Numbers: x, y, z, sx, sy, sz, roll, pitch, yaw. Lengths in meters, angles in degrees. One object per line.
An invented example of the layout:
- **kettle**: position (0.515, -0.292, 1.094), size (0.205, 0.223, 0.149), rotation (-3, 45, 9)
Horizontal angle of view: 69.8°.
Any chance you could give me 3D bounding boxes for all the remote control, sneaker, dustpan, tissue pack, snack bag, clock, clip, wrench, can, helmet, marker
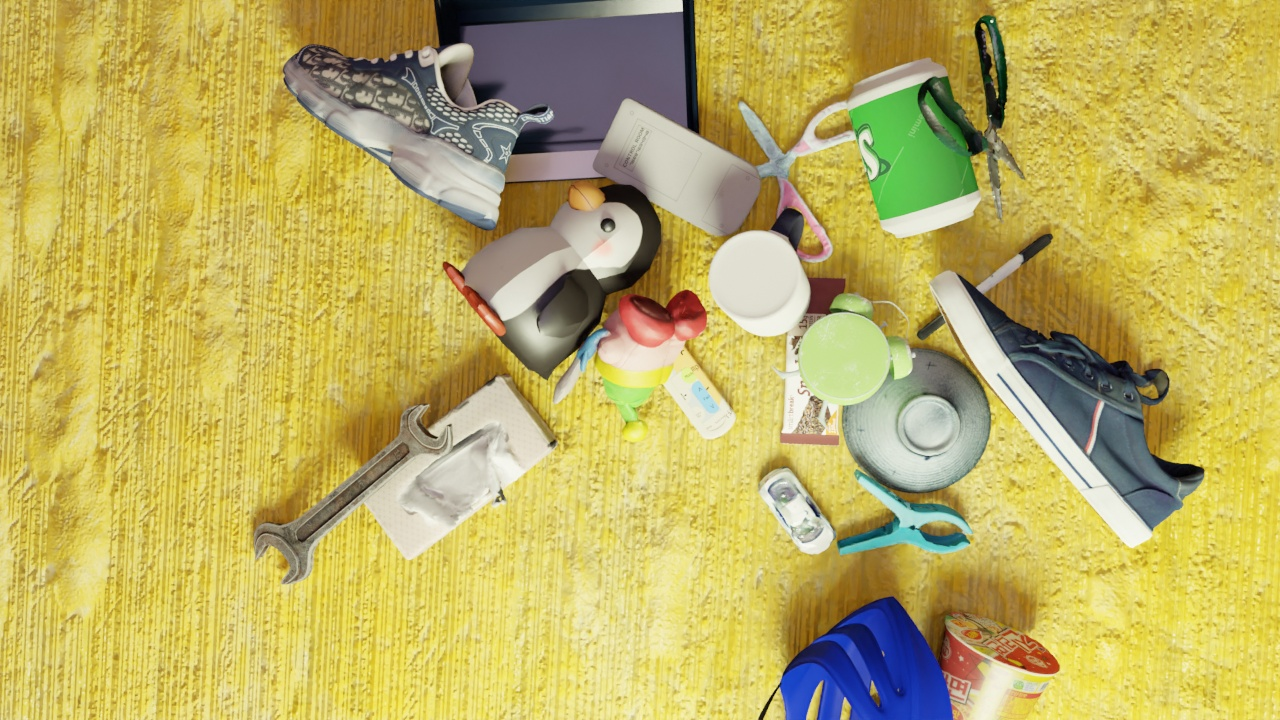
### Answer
- **remote control**: position (0.036, -0.177, 0.855), size (0.151, 0.019, 0.074), rotation (28, 111, -1)
- **sneaker**: position (-0.203, -0.235, 0.826), size (0.269, 0.103, 0.132), rotation (36, 95, 21)
- **sneaker**: position (0.379, 0.016, 0.800), size (0.127, 0.120, 0.294), rotation (-43, 91, 16)
- **dustpan**: position (-0.068, -0.310, 0.845), size (0.236, 0.080, 0.273), rotation (-2, 90, 5)
- **tissue pack**: position (-0.172, 0.104, 0.868), size (0.181, 0.071, 0.104), rotation (-36, 86, 1)
- **snack bag**: position (0.162, 0.001, 0.863), size (0.057, 0.013, 0.158), rotation (3, 91, 6)
- **clock**: position (0.189, -0.005, 0.825), size (0.119, 0.042, 0.094), rotation (-42, 77, 1)
- **clip**: position (0.248, 0.143, 0.846), size (0.116, 0.026, 0.097), rotation (10, 108, 1)
- **wrench**: position (-0.273, 0.127, 0.859), size (0.274, 0.010, 0.070), rotation (-38, 84, 22)
- **remote control**: position (0.042, 0.018, 0.871), size (0.038, 0.018, 0.125), rotation (-37, 86, 4)
- **can**: position (0.240, -0.186, 0.809), size (0.088, 0.087, 0.140), rotation (-18, 97, 5)
- **helmet**: position (0.153, 0.326, 0.773), size (0.227, 0.148, 0.241), rotation (0, 96, -31)
- **marker**: position (0.319, -0.068, 0.850), size (0.152, 0.011, 0.011), rotation (-39, 88, 4)

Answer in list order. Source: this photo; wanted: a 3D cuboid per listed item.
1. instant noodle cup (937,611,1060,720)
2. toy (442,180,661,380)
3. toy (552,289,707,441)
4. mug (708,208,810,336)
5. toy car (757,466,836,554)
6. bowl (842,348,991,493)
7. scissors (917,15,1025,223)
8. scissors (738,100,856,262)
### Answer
- **instant noodle cup**: position (0.302, 0.299, 0.819), size (0.100, 0.100, 0.112), rotation (19, 100, 4)
- **toy**: position (-0.059, -0.079, 0.835), size (0.184, 0.159, 0.140), rotation (-39, 126, -5)
- **toy**: position (-0.005, 0.005, 0.821), size (0.097, 0.124, 0.132), rotation (54, 127, 17)
- **mug**: position (0.115, -0.081, 0.817), size (0.079, 0.097, 0.112), rotation (26, 92, 16)
- **toy car**: position (0.147, 0.143, 0.859), size (0.039, 0.027, 0.090), rotation (-36, 88, 2)
- **bowl**: position (0.256, 0.057, 0.834), size (0.137, 0.057, 0.137), rotation (0, 91, 5)
- **scissors**: position (0.285, -0.222, 0.787), size (0.015, 0.205, 0.201), rotation (-12, 77, 42)
- **scissors**: position (0.152, -0.181, 0.863), size (0.177, 0.013, 0.170), rotation (-32, 85, 6)
